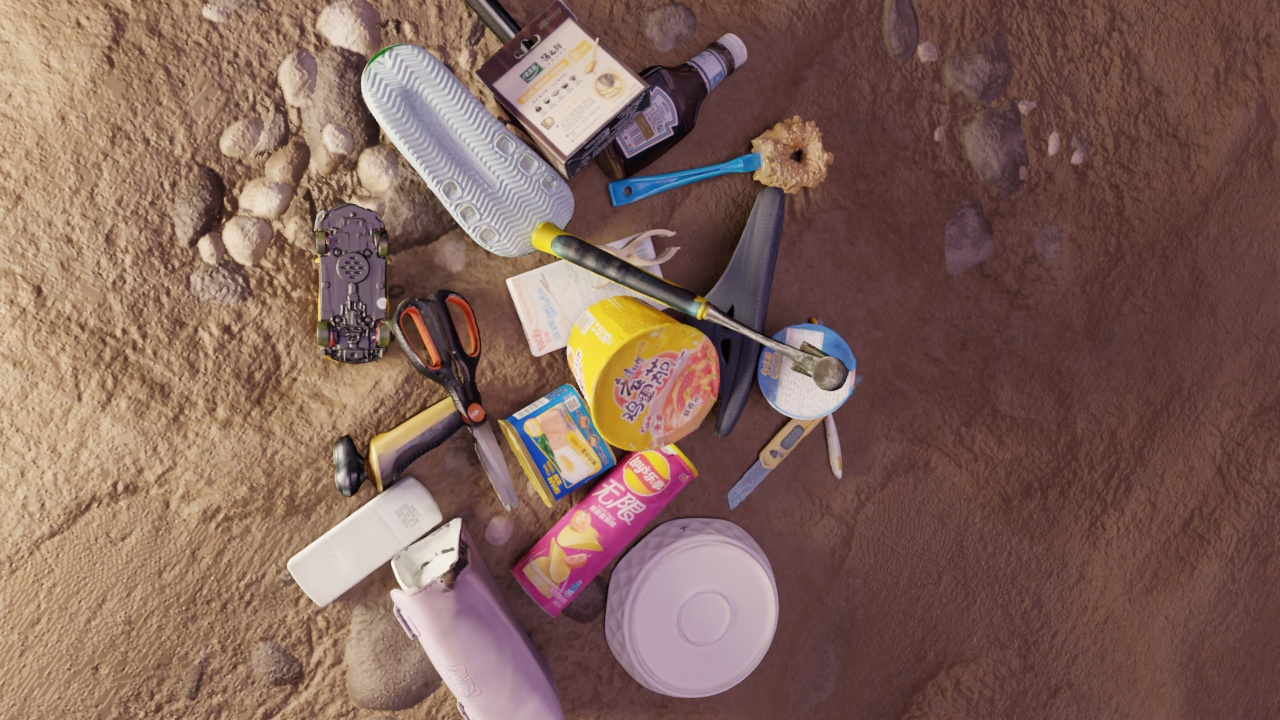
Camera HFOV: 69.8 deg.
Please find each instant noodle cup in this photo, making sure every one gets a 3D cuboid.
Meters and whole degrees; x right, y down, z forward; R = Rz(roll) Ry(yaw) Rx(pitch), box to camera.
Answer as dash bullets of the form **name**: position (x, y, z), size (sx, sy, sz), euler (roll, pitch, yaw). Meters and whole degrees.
- **instant noodle cup**: position (0.177, 0.012, 0.978), size (0.099, 0.110, 0.099), euler (0, 89, 10)
- **instant noodle cup**: position (-0.005, 0.005, 0.914), size (0.137, 0.110, 0.138), euler (-12, 121, -21)

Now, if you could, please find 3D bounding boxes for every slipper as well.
- **slipper**: position (-0.167, -0.196, 0.879), size (0.104, 0.074, 0.245), euler (-46, 123, -2)
- **slipper**: position (0.094, -0.055, 0.972), size (0.083, 0.110, 0.268), euler (11, 90, 11)

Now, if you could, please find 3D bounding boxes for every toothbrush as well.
- **toothbrush**: position (0.215, 0.044, 1.052), size (0.018, 0.016, 0.191), euler (-14, 99, -24)
- **toothbrush**: position (-0.118, -0.309, 0.911), size (0.212, 0.026, 0.027), euler (47, 68, -19)

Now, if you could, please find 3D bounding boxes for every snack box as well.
- **snack box**: position (-0.052, -0.070, 0.952), size (0.156, 0.027, 0.085), euler (-21, 101, -14)
- **snack box**: position (-0.073, -0.259, 0.879), size (0.113, 0.053, 0.125), euler (-43, 79, -8)

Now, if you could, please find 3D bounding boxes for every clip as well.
- **clip**: position (-0.010, -0.106, 0.932), size (0.100, 0.035, 0.071), euler (-18, 101, -11)

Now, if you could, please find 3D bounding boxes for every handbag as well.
- **handbag**: position (-0.160, 0.271, 0.889), size (0.098, 0.145, 0.197), euler (-32, 102, -15)

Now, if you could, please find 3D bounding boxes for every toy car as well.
- **toy car**: position (-0.273, -0.072, 0.876), size (0.071, 0.041, 0.156), euler (-2, 100, -17)

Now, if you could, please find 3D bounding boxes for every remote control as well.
- **remote control**: position (-0.271, 0.177, 0.910), size (0.150, 0.021, 0.058), euler (-36, 104, -11)

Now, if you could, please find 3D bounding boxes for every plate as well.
- **plate**: position (0.063, 0.277, 1.011), size (0.204, 0.045, 0.205), euler (-2, 96, -18)

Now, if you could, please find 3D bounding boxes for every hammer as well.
- **hammer**: position (0.045, -0.053, 0.868), size (0.323, 0.126, 0.032), euler (26, 95, 11)

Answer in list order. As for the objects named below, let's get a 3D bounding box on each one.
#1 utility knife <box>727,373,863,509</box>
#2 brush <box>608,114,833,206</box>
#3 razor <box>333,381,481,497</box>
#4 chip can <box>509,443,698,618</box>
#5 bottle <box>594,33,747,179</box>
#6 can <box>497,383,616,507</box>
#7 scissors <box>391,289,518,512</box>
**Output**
- **utility knife**: position (0.170, 0.087, 1.036), size (0.031, 0.022, 0.211), euler (44, 94, -4)
- **brush**: position (0.088, -0.203, 0.981), size (0.254, 0.046, 0.083), euler (-14, 103, -12)
- **razor**: position (-0.228, 0.073, 0.901), size (0.167, 0.062, 0.067), euler (-34, 93, -18)
- **chip can**: position (-0.037, 0.168, 0.956), size (0.210, 0.071, 0.071), euler (-45, 106, -9)
- **bottle**: position (0.030, -0.270, 0.949), size (0.194, 0.044, 0.080), euler (-41, 119, -13)
- **can**: position (-0.084, 0.085, 0.942), size (0.083, 0.057, 0.102), euler (-30, 103, -15)
- **scissors**: position (-0.156, 0.034, 0.897), size (0.235, 0.022, 0.141), euler (52, 44, -13)
